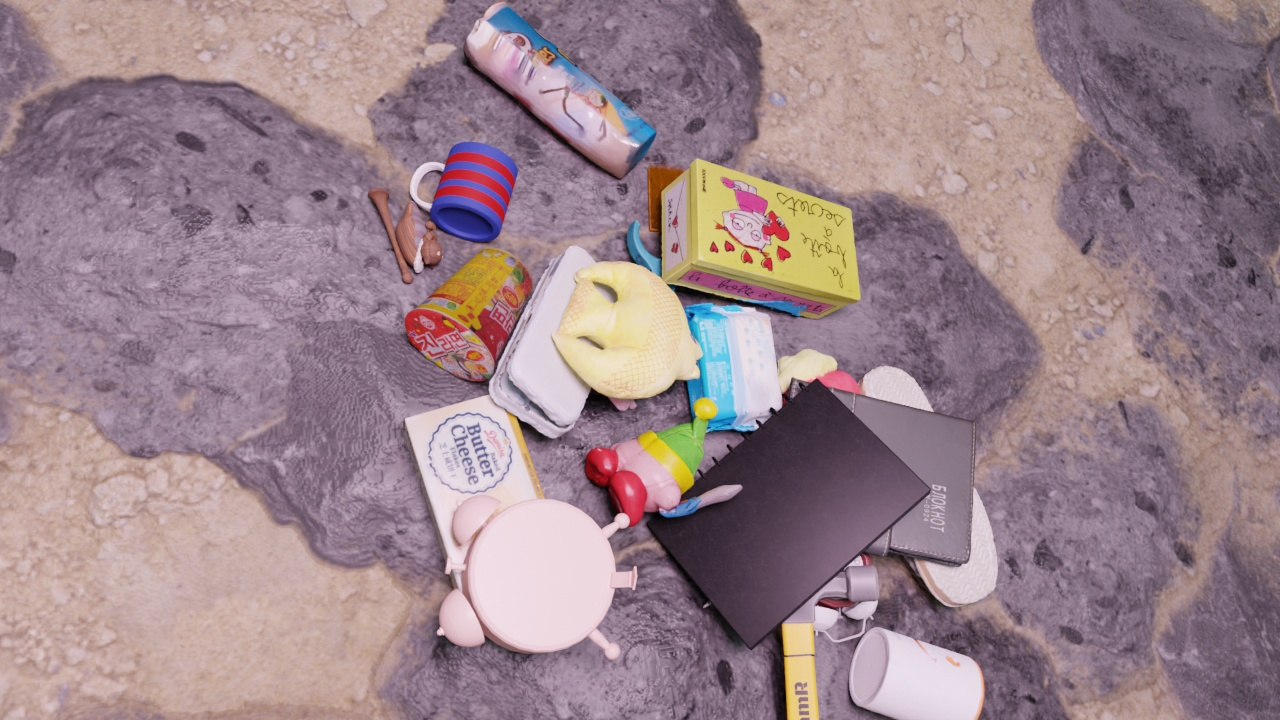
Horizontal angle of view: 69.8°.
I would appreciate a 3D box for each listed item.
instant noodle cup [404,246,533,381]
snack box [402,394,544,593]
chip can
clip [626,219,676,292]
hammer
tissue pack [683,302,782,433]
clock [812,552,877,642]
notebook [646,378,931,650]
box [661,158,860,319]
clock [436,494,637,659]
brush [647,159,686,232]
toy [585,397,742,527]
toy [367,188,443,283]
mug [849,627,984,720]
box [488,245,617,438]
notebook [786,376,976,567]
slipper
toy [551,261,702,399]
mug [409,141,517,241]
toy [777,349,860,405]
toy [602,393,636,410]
[{"bbox_3d":[-0.162,-0.053,0.920,0.100,0.101,0.112,34,58,-3],"label":"instant noodle cup"},{"bbox_3d":[-0.145,0.141,0.874,0.104,0.058,0.207,-16,77,-21],"label":"snack box"},{"bbox_3d":[-0.091,-0.301,1.035,0.229,0.080,0.079,40,65,0],"label":"chip can"},{"bbox_3d":[0.018,-0.109,1.014,0.118,0.033,0.120,45,69,-11],"label":"clip"},{"bbox_3d":[0.152,0.356,0.883,0.170,0.034,0.324,-4,79,9],"label":"hammer"},{"bbox_3d":[0.096,0.007,0.989,0.092,0.062,0.144,-2,76,-20],"label":"tissue pack"},{"bbox_3d":[0.198,0.227,0.953,0.087,0.044,0.124,-10,73,-19],"label":"clock"},{"bbox_3d":[0.141,0.144,0.912,0.231,0.019,0.169,-40,64,-5],"label":"notebook"},{"bbox_3d":[0.135,-0.128,1.014,0.220,0.079,0.124,12,68,-26],"label":"box"},{"bbox_3d":[-0.089,0.187,0.802,0.160,0.086,0.131,8,69,-9],"label":"clock"},{"bbox_3d":[0.032,-0.167,1.054,0.048,0.017,0.126,4,71,-15],"label":"brush"},{"bbox_3d":[0.024,0.100,0.907,0.131,0.097,0.124,-16,33,-23],"label":"toy"},{"bbox_3d":[-0.240,-0.133,0.951,0.055,0.041,0.102,-20,86,1],"label":"toy"},{"bbox_3d":[0.276,0.324,0.922,0.105,0.082,0.082,20,67,-8],"label":"mug"},{"bbox_3d":[-0.080,-0.024,0.931,0.118,0.063,0.213,41,42,-25],"label":"box"},{"bbox_3d":[0.246,0.118,0.959,0.209,0.029,0.169,12,69,-1],"label":"notebook"},{"bbox_3d":[0.308,0.135,1.013,0.114,0.054,0.272,-8,69,-21],"label":"slipper"},{"bbox_3d":[-0.005,-0.030,0.919,0.155,0.065,0.170,24,48,-10],"label":"toy"},{"bbox_3d":[-0.192,-0.178,0.969,0.112,0.075,0.076,7,67,14],"label":"mug"},{"bbox_3d":[0.202,0.047,1.014,0.091,0.045,0.135,-25,75,-17],"label":"toy"},{"bbox_3d":[-0.006,0.006,0.968,0.063,0.047,0.109,44,61,-11],"label":"toy"}]
